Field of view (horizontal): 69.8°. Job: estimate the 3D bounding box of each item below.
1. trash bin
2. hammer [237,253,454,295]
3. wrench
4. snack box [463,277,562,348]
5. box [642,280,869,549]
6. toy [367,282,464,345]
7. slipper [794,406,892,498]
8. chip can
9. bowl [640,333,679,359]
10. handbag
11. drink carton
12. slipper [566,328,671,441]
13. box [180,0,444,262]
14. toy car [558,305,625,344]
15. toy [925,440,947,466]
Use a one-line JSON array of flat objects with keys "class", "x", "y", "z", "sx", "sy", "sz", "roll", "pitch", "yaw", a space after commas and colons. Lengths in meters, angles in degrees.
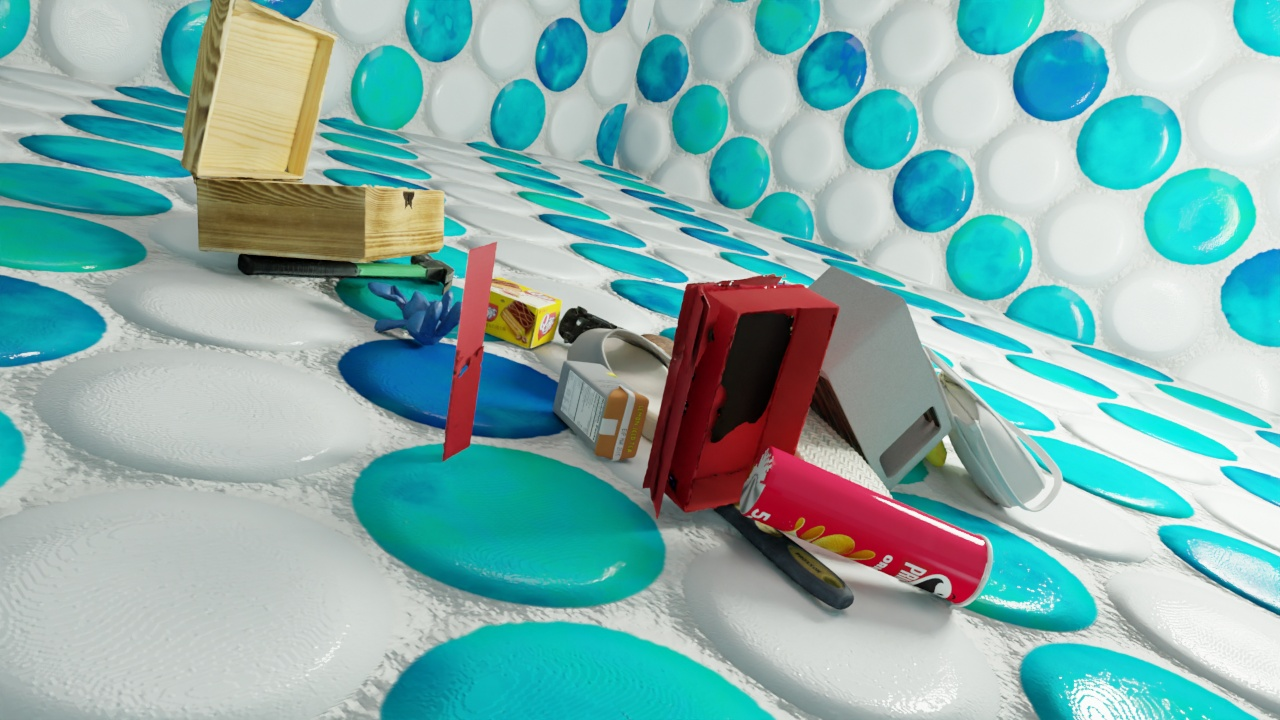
[{"class": "trash bin", "x": 0.247, "y": 0.026, "z": 1.039, "sx": 0.114, "sy": 0.114, "sz": 0.229, "roll": 37, "pitch": -15, "yaw": 50}, {"class": "hammer", "x": -0.407, "y": -0.130, "z": 1.305, "sx": 0.318, "sy": 0.032, "sz": 0.130, "roll": -3, "pitch": 25, "yaw": -46}, {"class": "wrench", "x": 0.102, "y": 0.153, "z": 0.873, "sx": 0.073, "sy": 0.022, "sz": 0.273, "roll": -3, "pitch": 23, "yaw": -34}, {"class": "snack box", "x": -0.173, "y": -0.066, "z": 1.257, "sx": 0.106, "sy": 0.061, "sz": 0.083, "roll": 21, "pitch": 17, "yaw": 15}, {"class": "box", "x": 0.107, "y": 0.050, "z": 0.818, "sx": 0.164, "sy": 0.214, "sz": 0.153, "roll": -7, "pitch": 29, "yaw": -38}, {"class": "toy", "x": -0.264, "y": -0.056, "z": 1.136, "sx": 0.112, "sy": 0.071, "sz": 0.176, "roll": 7, "pitch": 8, "yaw": -34}, {"class": "slipper", "x": 0.172, "y": 0.103, "z": 0.978, "sx": 0.114, "sy": 0.052, "sz": 0.263, "roll": -2, "pitch": 44, "yaw": -44}, {"class": "chip can", "x": 0.203, "y": 0.151, "z": 0.835, "sx": 0.220, "sy": 0.069, "sz": 0.069, "roll": 23, "pitch": 16, "yaw": -6}, {"class": "bowl", "x": 0.048, "y": -0.005, "z": 1.246, "sx": 0.114, "sy": 0.026, "sz": 0.102, "roll": 39, "pitch": 7, "yaw": -17}, {"class": "handbag", "x": 0.419, "y": 0.070, "z": 1.147, "sx": 0.222, "sy": 0.096, "sz": 0.215, "roll": 52, "pitch": 12, "yaw": -12}, {"class": "drink carton", "x": -0.045, "y": 0.050, "z": 0.986, "sx": 0.048, "sy": 0.076, "sz": 0.125, "roll": 6, "pitch": 15, "yaw": -29}, {"class": "slipper", "x": -0.007, "y": 0.006, "z": 1.110, "sx": 0.112, "sy": 0.081, "sz": 0.266, "roll": -15, "pitch": 31, "yaw": -21}, {"class": "box", "x": -0.452, "y": -0.310, "z": 1.253, "sx": 0.286, "sy": 0.335, "sz": 0.278, "roll": 3, "pitch": 12, "yaw": 8}, {"class": "toy car", "x": -0.057, "y": -0.030, "z": 1.272, "sx": 0.120, "sy": 0.056, "sz": 0.043, "roll": 25, "pitch": -4, "yaw": 12}, {"class": "toy", "x": 0.339, "y": 0.052, "z": 1.222, "sx": 0.207, "sy": 0.092, "sz": 0.133, "roll": 47, "pitch": 8, "yaw": 0}]
